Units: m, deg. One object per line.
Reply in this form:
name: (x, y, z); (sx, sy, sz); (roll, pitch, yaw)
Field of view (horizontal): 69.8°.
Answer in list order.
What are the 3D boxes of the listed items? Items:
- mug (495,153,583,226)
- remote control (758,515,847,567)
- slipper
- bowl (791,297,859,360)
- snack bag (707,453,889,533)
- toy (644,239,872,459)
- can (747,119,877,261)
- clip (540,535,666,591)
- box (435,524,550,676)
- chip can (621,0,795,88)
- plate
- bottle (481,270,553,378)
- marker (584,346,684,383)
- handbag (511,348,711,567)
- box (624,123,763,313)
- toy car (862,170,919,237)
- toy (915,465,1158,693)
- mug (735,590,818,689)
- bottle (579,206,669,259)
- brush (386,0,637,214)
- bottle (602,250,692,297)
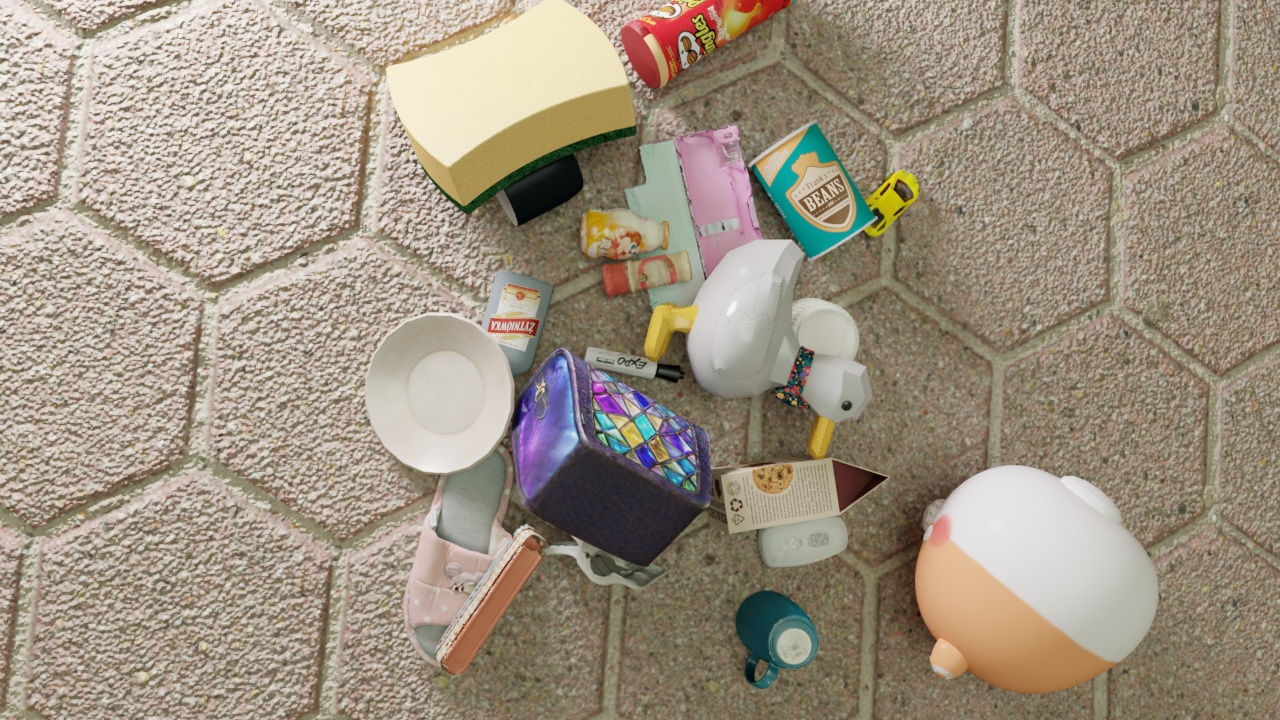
mug: (-0.135, -0.233, 1.106); (0.094, 0.085, 0.121); (-29, 64, -11)
remote control: (0.207, 0.227, 1.164); (0.114, 0.028, 0.060); (-11, 89, -10)
slipper: (-0.209, 0.226, 1.079); (0.114, 0.054, 0.274); (10, 87, -9)
bowl: (0.225, -0.026, 1.162); (0.115, 0.062, 0.115); (1, 87, -10)
snack bag: (0.191, 0.157, 1.131); (0.206, 0.094, 0.070); (-8, 89, -10)
toy: (0.145, -0.019, 1.080); (0.268, 0.140, 0.247); (10, 97, 7)
can: (0.215, -0.212, 1.149); (0.099, 0.099, 0.144); (-34, 93, -10)
clip: (-0.043, 0.220, 1.081); (0.147, 0.125, 0.081); (26, 90, 16)
box: (-0.167, 0.274, 1.042); (0.058, 0.053, 0.186); (33, 86, 10)
chip can: (0.087, -0.429, 1.145); (0.213, 0.087, 0.087); (-34, 93, -11)
plate: (-0.232, 0.039, 1.076); (0.189, 0.027, 0.188); (0, 91, 14)
bottle: (-0.159, -0.022, 1.103); (0.072, 0.046, 0.161); (16, 85, -9)
marker: (-0.007, 0.007, 1.139); (0.126, 0.025, 0.025); (11, 85, -9)
handbag: (-0.033, 0.098, 1.043); (0.204, 0.221, 0.126); (31, 115, -22)
box: (0.069, -0.169, 1.157); (0.159, 0.035, 0.230); (-13, 90, -2)
toy car: (0.325, -0.207, 1.205); (0.049, 0.030, 0.106); (45, 80, -4)
toy: (0.453, 0.262, 1.094); (0.266, 0.262, 0.281); (42, 101, 23)
mug: (0.163, 0.344, 1.113); (0.084, 0.104, 0.112); (30, 82, -7)
bottle: (-0.020, -0.155, 1.123); (0.108, 0.063, 0.063); (1, 87, -6)
brush: (-0.148, -0.298, 1.054); (0.250, 0.075, 0.195); (-28, 58, -10)
bottle: (0.008, -0.107, 1.128); (0.109, 0.044, 0.044); (-10, 89, 3)
